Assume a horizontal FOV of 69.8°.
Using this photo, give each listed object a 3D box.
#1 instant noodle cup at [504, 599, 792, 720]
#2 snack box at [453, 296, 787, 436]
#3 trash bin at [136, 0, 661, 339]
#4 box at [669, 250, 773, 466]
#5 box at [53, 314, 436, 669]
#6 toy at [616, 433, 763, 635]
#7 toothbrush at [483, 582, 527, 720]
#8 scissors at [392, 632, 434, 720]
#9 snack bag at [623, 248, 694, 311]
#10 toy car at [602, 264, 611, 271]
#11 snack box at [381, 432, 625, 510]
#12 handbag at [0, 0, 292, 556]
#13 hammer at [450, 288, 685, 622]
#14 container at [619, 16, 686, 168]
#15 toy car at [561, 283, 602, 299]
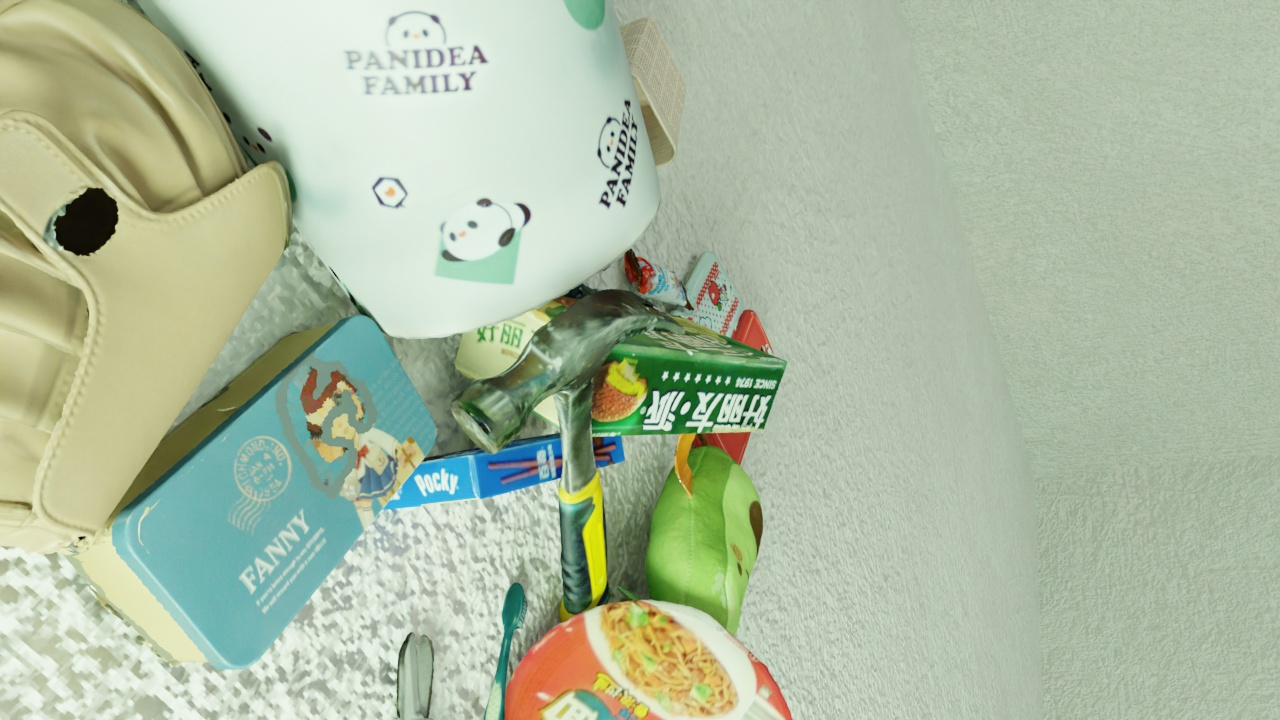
[{"bbox_3d":[0.002,0.256,0.587,0.066,0.194,0.193,101,3,-52],"label":"instant noodle cup"},{"bbox_3d":[-0.004,0.004,0.649,0.239,0.114,0.063,6,106,-54],"label":"snack box"},{"bbox_3d":[-0.114,-0.163,0.453,0.252,0.230,0.228,68,30,-31],"label":"trash bin"},{"bbox_3d":[0.077,-0.001,0.922,0.158,0.038,0.200,61,34,-29],"label":"box"},{"bbox_3d":[-0.174,0.058,0.425,0.090,0.060,0.183,63,31,-26],"label":"box"},{"bbox_3d":[0.053,0.143,0.748,0.246,0.090,0.227,-71,148,-61],"label":"toy"},{"bbox_3d":[-0.087,0.222,0.549,0.018,0.016,0.191,67,21,-45],"label":"toothbrush"},{"bbox_3d":[-0.119,0.237,0.506,0.139,0.019,0.179,40,45,-48],"label":"scissors"},{"bbox_3d":[0.016,-0.071,0.844,0.105,0.026,0.045,13,46,-59],"label":"snack bag"},{"bbox_3d":[-0.049,-0.121,0.739,0.105,0.031,0.048,69,27,-22],"label":"toy car"},{"bbox_3d":[-0.084,0.064,0.557,0.156,0.085,0.026,-5,85,-61],"label":"snack box"},{"bbox_3d":[-0.217,-0.036,0.334,0.148,0.100,0.204,49,44,-37],"label":"handbag"},{"bbox_3d":[-0.032,0.078,0.532,0.125,0.032,0.324,-40,154,-26],"label":"hammer"},{"bbox_3d":[-0.016,-0.223,0.779,0.090,0.090,0.110,56,34,-36],"label":"container"},{"bbox_3d":[-0.054,-0.040,0.700,0.090,0.034,0.043,22,58,-55],"label":"toy car"}]
